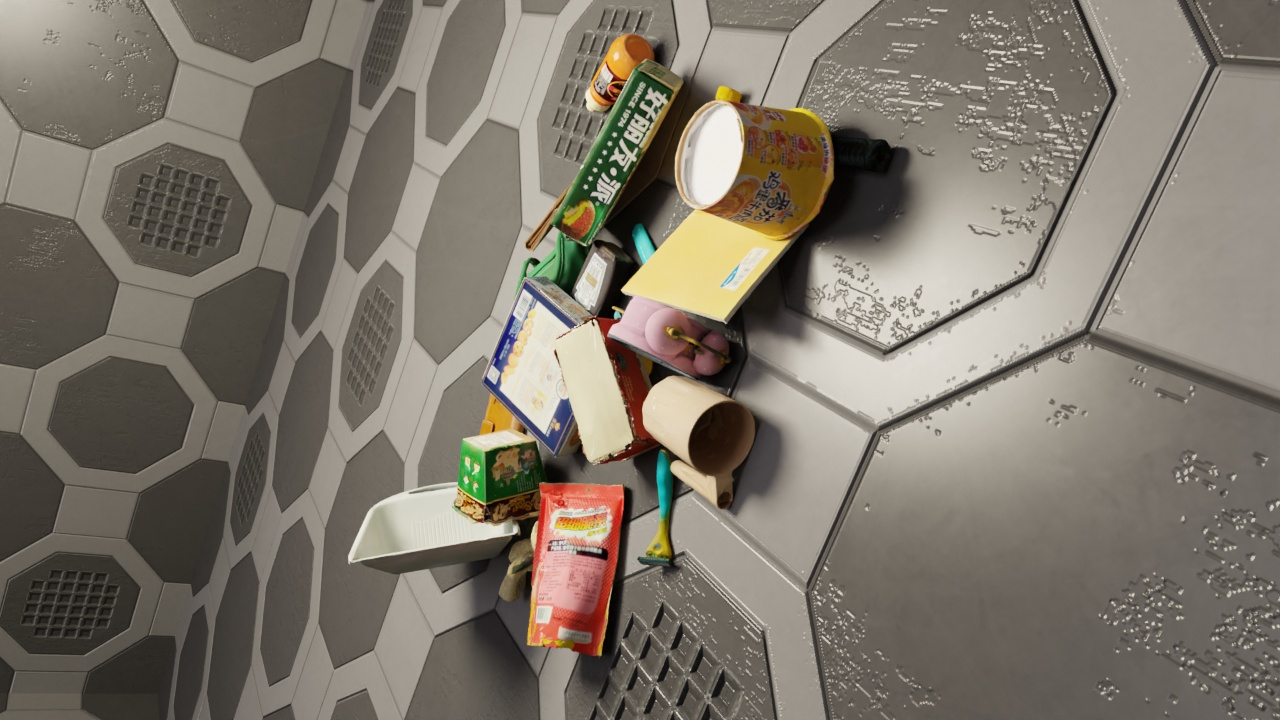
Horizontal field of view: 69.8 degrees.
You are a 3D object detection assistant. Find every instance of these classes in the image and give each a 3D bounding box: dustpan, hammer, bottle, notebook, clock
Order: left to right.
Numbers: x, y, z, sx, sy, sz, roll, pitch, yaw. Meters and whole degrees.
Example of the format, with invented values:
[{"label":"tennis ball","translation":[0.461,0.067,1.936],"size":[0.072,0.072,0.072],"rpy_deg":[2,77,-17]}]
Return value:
[{"label":"dustpan","translation":[-0.294,0.220,1.319],"size":[0.258,0.222,0.142],"rpy_deg":[110,150,-68]},{"label":"bottle","translation":[-0.073,-0.067,1.269],"size":[0.080,0.044,0.195],"rpy_deg":[47,118,47]},{"label":"bottle","translation":[-0.038,-0.407,1.330],"size":[0.150,0.066,0.066],"rpy_deg":[-34,51,54]},{"label":"clock","translation":[0.036,-0.024,1.034],"size":[0.159,0.117,0.060],"rpy_deg":[25,88,57]},{"label":"notebook","translation":[0.077,-0.113,1.036],"size":[0.145,0.010,0.206],"rpy_deg":[-49,32,-13]},{"label":"hammer","translation":[0.155,-0.234,1.007],"size":[0.301,0.032,0.129],"rpy_deg":[26,101,56]}]

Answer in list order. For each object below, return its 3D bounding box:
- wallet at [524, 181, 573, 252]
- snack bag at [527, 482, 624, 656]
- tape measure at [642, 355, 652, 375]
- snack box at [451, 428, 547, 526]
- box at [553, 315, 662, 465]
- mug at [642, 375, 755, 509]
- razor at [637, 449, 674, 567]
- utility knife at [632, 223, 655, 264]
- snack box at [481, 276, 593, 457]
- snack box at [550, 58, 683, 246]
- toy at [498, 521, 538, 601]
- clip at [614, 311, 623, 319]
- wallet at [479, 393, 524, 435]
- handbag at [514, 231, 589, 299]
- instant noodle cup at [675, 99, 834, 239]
[{"label":"wallet","translation":[-0.124,-0.223,1.362],"size":[0.116,0.020,0.101],"rpy_deg":[-43,12,53]},{"label":"snack bag","translation":[-0.082,0.254,1.139],"size":[0.129,0.073,0.207],"rpy_deg":[-3,72,29]},{"label":"tape measure","translation":[-0.007,0.007,1.158],"size":[0.057,0.028,0.060],"rpy_deg":[27,101,56]},{"label":"snack box","translation":[-0.192,0.156,1.270],"size":[0.118,0.118,0.106],"rpy_deg":[15,110,56]},{"label":"box","translation":[-0.045,0.037,1.108],"size":[0.092,0.080,0.168],"rpy_deg":[-28,72,35]},{"label":"mug","translation":[0.062,0.086,0.998],"size":[0.103,0.084,0.125],"rpy_deg":[30,129,57]},{"label":"razor","translation":[0.024,0.169,1.055],"size":[0.043,0.028,0.132],"rpy_deg":[-3,78,31]},{"label":"utility knife","translation":[0.015,-0.132,1.193],"size":[0.029,0.013,0.151],"rpy_deg":[-52,38,27]},{"label":"snack box","translation":[-0.123,0.007,1.252],"size":[0.182,0.045,0.178],"rpy_deg":[41,117,29]},{"label":"snack box","translation":[-0.030,-0.277,1.224],"size":[0.241,0.063,0.114],"rpy_deg":[-57,6,26]},{"label":"toy","translation":[-0.148,0.272,1.247],"size":[0.158,0.066,0.104],"rpy_deg":[-54,-3,35]},{"label":"clip","translation":[-0.020,-0.046,1.205],"size":[0.014,0.047,0.057],"rpy_deg":[-56,36,29]},{"label":"wallet","translation":[-0.218,0.113,1.428],"size":[0.119,0.035,0.130],"rpy_deg":[5,82,50]},{"label":"handbag","translation":[-0.129,-0.123,1.348],"size":[0.132,0.068,0.120],"rpy_deg":[-37,49,43]},{"label":"instant noodle cup","translation":[0.110,-0.199,0.934],"size":[0.138,0.109,0.138],"rpy_deg":[-10,78,54]}]
